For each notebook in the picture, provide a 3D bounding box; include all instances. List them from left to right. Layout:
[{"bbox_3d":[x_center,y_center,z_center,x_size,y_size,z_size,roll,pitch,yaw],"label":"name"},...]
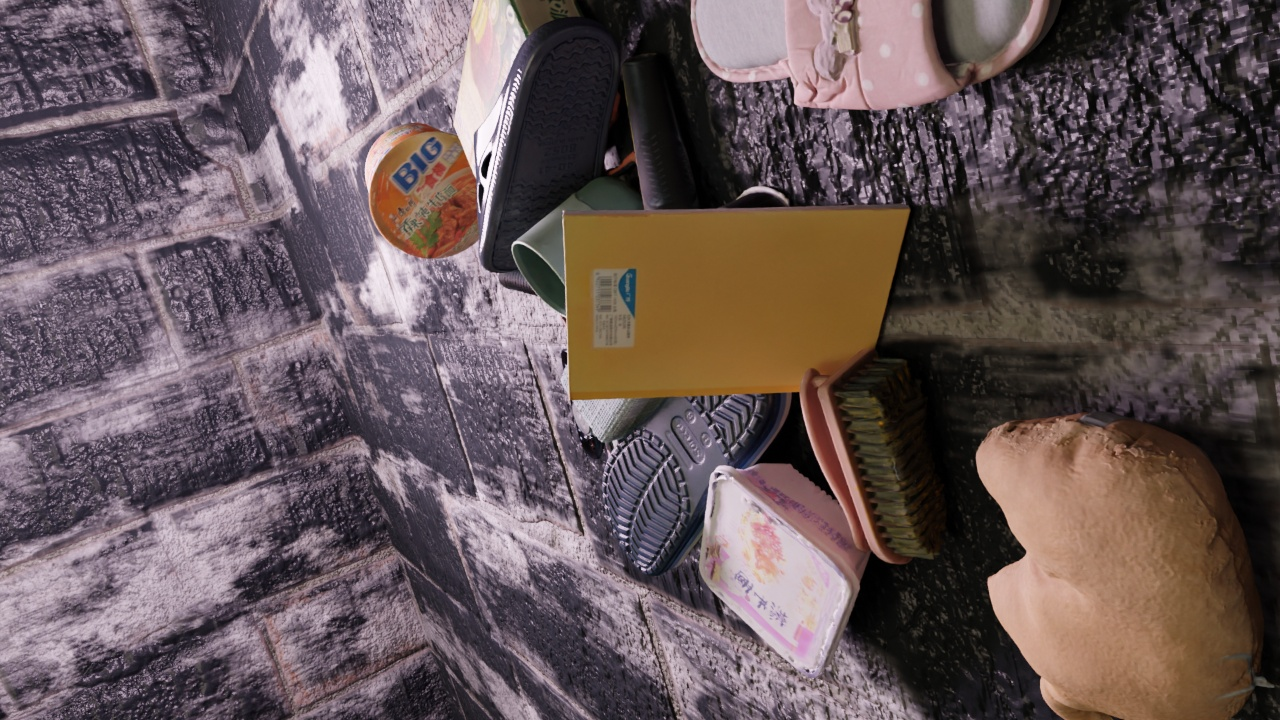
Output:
[{"bbox_3d":[0.056,-0.033,0.580,0.010,0.206,0.146,-98,8,-50],"label":"notebook"}]

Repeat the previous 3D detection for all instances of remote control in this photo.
[{"bbox_3d":[-0.061,0.047,1.039,0.053,0.024,0.136,23,130,53],"label":"remote control"}]

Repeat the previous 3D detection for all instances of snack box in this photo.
[{"bbox_3d":[-0.119,-0.260,0.865,0.114,0.063,0.241,66,154,19],"label":"snack box"}]

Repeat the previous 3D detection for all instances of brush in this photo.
[{"bbox_3d":[0.154,0.069,0.604,0.073,0.063,0.146,-3,114,45],"label":"brush"}]

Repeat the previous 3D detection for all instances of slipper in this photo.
[{"bbox_3d":[-0.088,-0.189,0.799,0.083,0.110,0.269,60,147,29],"label":"slipper"},{"bbox_3d":[0.052,0.078,0.781,0.105,0.095,0.254,53,132,27],"label":"slipper"},{"bbox_3d":[0.104,-0.200,0.513,0.275,0.054,0.114,25,130,55],"label":"slipper"}]

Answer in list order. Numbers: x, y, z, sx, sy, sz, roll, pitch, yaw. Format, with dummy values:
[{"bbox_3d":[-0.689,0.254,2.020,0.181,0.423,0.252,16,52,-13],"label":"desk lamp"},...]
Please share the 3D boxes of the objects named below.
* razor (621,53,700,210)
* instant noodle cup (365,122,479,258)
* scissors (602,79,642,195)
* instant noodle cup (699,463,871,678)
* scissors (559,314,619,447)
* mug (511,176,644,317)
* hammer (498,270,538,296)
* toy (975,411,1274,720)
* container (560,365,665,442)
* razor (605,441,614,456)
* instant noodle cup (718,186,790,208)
[{"bbox_3d":[0.017,-0.157,0.721,0.067,0.062,0.167,-69,-33,-83],"label":"razor"},{"bbox_3d":[-0.257,-0.210,1.093,0.111,0.151,0.151,-134,33,-52],"label":"instant noodle cup"},{"bbox_3d":[-0.046,-0.186,0.851,0.197,0.015,0.214,47,148,36],"label":"scissors"},{"bbox_3d":[0.117,0.156,0.722,0.138,0.060,0.174,39,149,29],"label":"instant noodle cup"},{"bbox_3d":[-0.042,0.005,0.903,0.125,0.021,0.235,-29,84,63],"label":"scissors"},{"bbox_3d":[-0.047,-0.096,0.799,0.082,0.106,0.112,46,161,3],"label":"mug"},{"bbox_3d":[-0.079,-0.076,0.971,0.301,0.032,0.129,18,124,57],"label":"hammer"},{"bbox_3d":[0.245,0.133,0.476,0.143,0.082,0.226,28,136,59],"label":"toy"},{"bbox_3d":[-0.005,0.005,0.800,0.090,0.089,0.112,54,136,25],"label":"container"},{"bbox_3d":[-0.037,0.066,1.010,0.043,0.022,0.143,35,139,51],"label":"razor"},{"bbox_3d":[0.049,-0.054,0.650,0.111,0.120,0.111,42,144,42],"label":"instant noodle cup"}]
